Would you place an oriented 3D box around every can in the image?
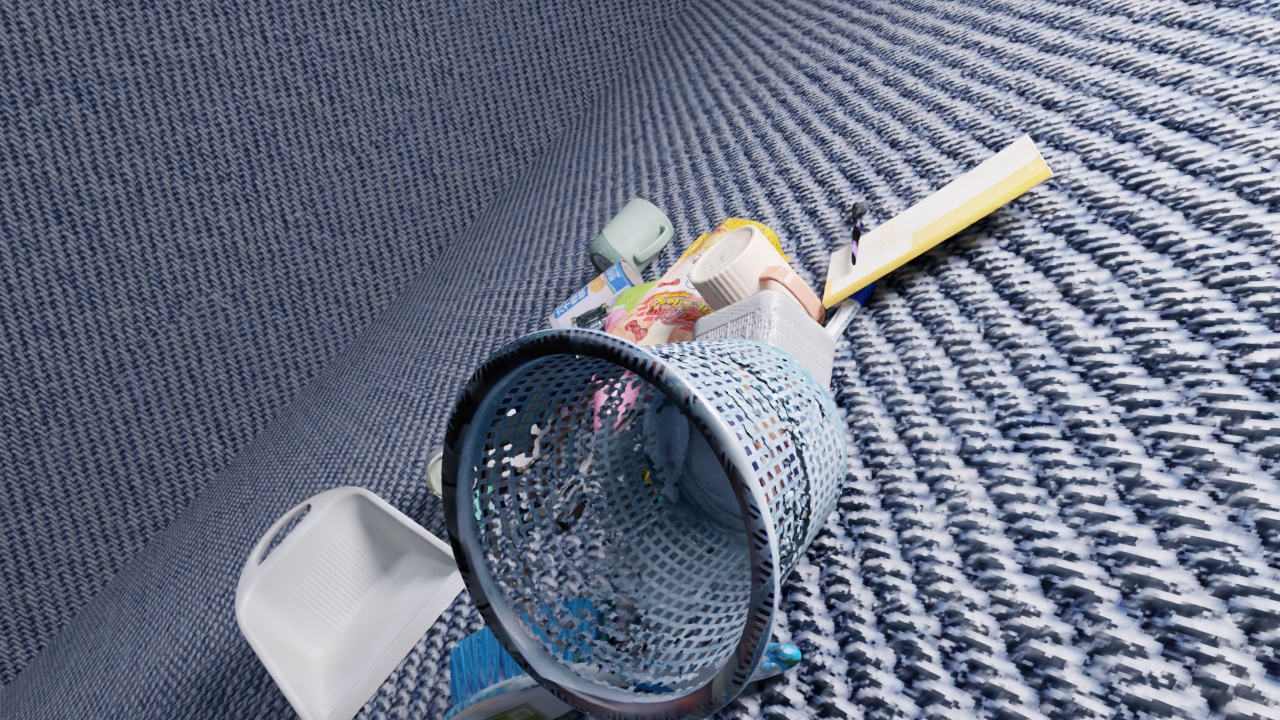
[{"bbox_3d":[-0.061,-0.081,1.267,0.135,0.053,0.053,-35,22,19],"label":"can"},{"bbox_3d":[-0.229,0.133,1.104,0.058,0.058,0.147,-47,9,-11],"label":"can"}]

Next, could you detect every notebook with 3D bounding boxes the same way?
[{"bbox_3d":[0.254,-0.123,0.807,0.207,0.010,0.145,-32,12,26],"label":"notebook"}]

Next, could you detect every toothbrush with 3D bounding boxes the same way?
[{"bbox_3d":[0.211,-0.126,0.887,0.017,0.014,0.188,-16,20,21],"label":"toothbrush"}]

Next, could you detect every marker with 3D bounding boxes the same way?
[{"bbox_3d":[0.161,-0.018,0.795,0.145,0.017,0.017,-51,22,-21],"label":"marker"}]

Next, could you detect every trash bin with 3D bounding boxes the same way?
[{"bbox_3d":[0.025,0.076,0.570,0.227,0.226,0.194,-26,-4,37],"label":"trash bin"}]

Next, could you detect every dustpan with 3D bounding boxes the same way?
[{"bbox_3d":[-0.337,0.246,1.004,0.222,0.142,0.258,-50,20,-18],"label":"dustpan"}]

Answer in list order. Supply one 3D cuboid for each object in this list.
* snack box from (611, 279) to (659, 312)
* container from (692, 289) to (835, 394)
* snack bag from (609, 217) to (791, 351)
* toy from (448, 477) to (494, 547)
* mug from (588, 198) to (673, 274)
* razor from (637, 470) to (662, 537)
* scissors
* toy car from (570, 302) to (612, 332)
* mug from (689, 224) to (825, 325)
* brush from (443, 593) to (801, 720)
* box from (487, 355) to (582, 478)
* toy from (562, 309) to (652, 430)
[{"bbox_3d":[0.010,-0.066,1.149,0.157,0.026,0.085,-11,37,55],"label":"snack box"},{"bbox_3d":[0.092,0.024,0.714,0.090,0.090,0.114,-24,42,39],"label":"container"},{"bbox_3d":[0.070,-0.065,0.953,0.129,0.073,0.207,21,48,21],"label":"snack bag"},{"bbox_3d":[-0.193,0.171,1.049,0.096,0.030,0.092,-42,21,-20],"label":"toy"},{"bbox_3d":[-0.007,-0.165,1.306,0.106,0.082,0.112,-49,34,-20],"label":"mug"},{"bbox_3d":[0.012,0.120,0.775,0.043,0.028,0.132,-61,12,17],"label":"razor"},{"bbox_3d":[-0.059,0.114,0.946,0.160,0.014,0.177,-35,20,14],"label":"scissors"},{"bbox_3d":[-0.056,-0.044,1.132,0.054,0.037,0.120,-26,13,-2],"label":"toy car"},{"bbox_3d":[0.114,-0.060,0.836,0.081,0.106,0.115,-49,21,-16],"label":"mug"},{"bbox_3d":[-0.026,0.211,0.644,0.315,0.060,0.109,-29,30,26],"label":"brush"},{"bbox_3d":[-0.122,0.053,1.069,0.184,0.090,0.060,-40,19,0],"label":"box"},{"bbox_3d":[-0.006,0.006,0.974,0.179,0.074,0.194,-4,42,41],"label":"toy"}]
